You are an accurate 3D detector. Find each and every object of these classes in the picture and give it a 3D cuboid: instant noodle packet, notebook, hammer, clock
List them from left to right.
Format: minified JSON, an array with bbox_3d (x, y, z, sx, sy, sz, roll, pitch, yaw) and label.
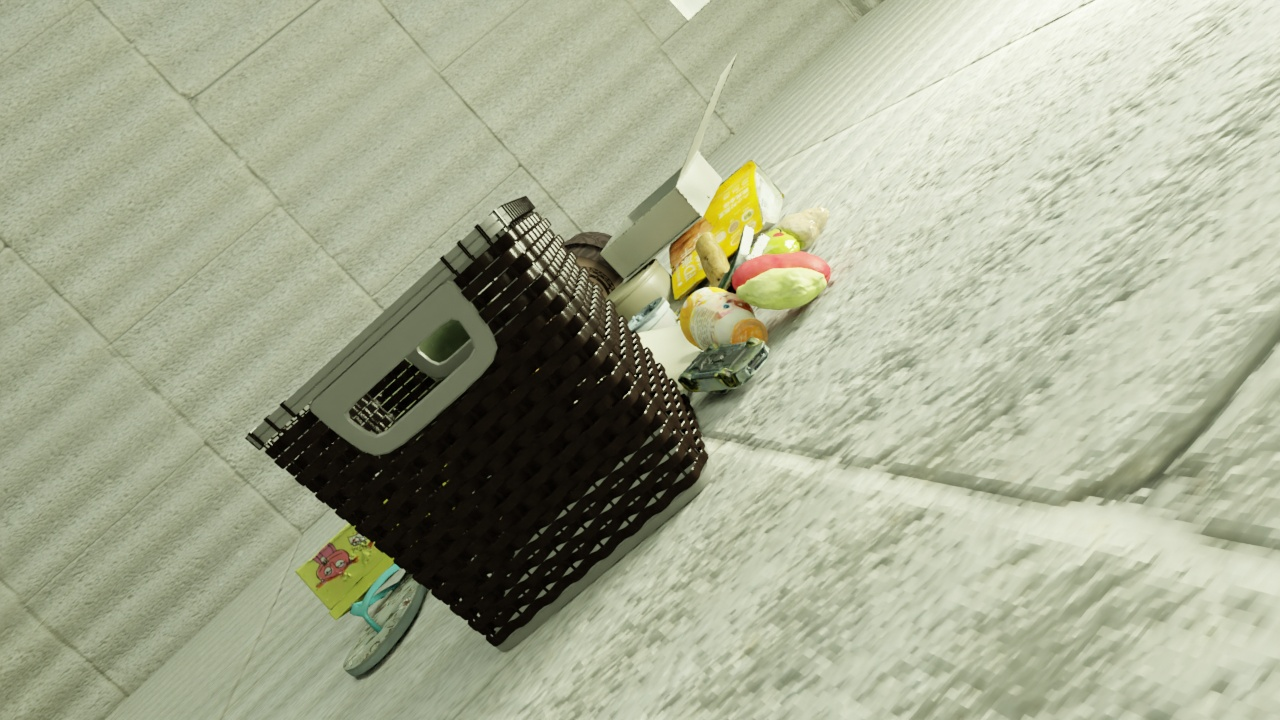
[{"bbox_3d":[-0.006,0.006,0.988,0.153,0.012,0.208,-11,20,18],"label":"notebook"},{"bbox_3d":[0.002,-0.026,1.149,0.117,0.057,0.083,-42,11,-1],"label":"clock"},{"bbox_3d":[0.090,-0.113,1.083,0.330,0.033,0.132,-93,28,-73],"label":"hammer"},{"bbox_3d":[0.120,-0.176,1.311,0.163,0.084,0.221,-37,17,25],"label":"instant noodle packet"}]

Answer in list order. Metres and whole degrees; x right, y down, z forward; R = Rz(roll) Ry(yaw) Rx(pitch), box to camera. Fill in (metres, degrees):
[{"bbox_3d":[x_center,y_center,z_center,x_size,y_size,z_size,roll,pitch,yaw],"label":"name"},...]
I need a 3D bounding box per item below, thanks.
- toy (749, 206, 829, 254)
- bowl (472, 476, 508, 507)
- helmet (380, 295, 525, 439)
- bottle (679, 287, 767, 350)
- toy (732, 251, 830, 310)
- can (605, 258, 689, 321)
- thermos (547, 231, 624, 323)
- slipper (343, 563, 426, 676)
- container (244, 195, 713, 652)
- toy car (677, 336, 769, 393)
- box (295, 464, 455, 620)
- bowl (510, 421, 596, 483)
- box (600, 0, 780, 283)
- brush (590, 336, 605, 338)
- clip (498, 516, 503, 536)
[{"bbox_3d":[0.163,-0.133,1.030,0.118,0.043,0.092,-41,9,0],"label":"toy"},{"bbox_3d":[-0.145,0.131,1.021,0.120,0.066,0.120,-40,10,9],"label":"bowl"},{"bbox_3d":[-0.226,0.047,1.279,0.227,0.267,0.154,-14,-15,9],"label":"helmet"},{"bbox_3d":[0.081,-0.033,0.873,0.063,0.063,0.109,-43,23,-4],"label":"bottle"},{"bbox_3d":[0.132,-0.077,0.862,0.092,0.045,0.135,-5,18,9],"label":"toy"},{"bbox_3d":[0.000,-0.079,1.326,0.128,0.073,0.127,-40,10,9],"label":"can"},{"bbox_3d":[-0.100,-0.070,1.435,0.173,0.172,0.225,-29,22,50],"label":"thermos"},{"bbox_3d":[-0.283,0.262,1.041,0.098,0.055,0.268,-42,9,14],"label":"slipper"},{"bbox_3d":[-0.110,0.043,0.754,0.247,0.243,0.245,-41,10,7],"label":"container"},{"bbox_3d":[0.075,0.008,0.806,0.048,0.033,0.106,-44,15,-23],"label":"toy car"},{"bbox_3d":[-0.293,0.200,1.110,0.221,0.079,0.124,-42,-4,-3],"label":"box"},{"bbox_3d":[-0.092,0.100,0.934,0.124,0.052,0.124,-12,-13,-3],"label":"bowl"},{"bbox_3d":[0.090,-0.297,1.284,0.420,0.108,0.165,-52,7,32],"label":"box"},{"bbox_3d":[-0.086,-0.020,1.112,0.136,0.015,0.049,-15,19,43],"label":"brush"},{"bbox_3d":[-0.131,0.165,0.959,0.061,0.025,0.045,-37,10,-13],"label":"clip"}]
